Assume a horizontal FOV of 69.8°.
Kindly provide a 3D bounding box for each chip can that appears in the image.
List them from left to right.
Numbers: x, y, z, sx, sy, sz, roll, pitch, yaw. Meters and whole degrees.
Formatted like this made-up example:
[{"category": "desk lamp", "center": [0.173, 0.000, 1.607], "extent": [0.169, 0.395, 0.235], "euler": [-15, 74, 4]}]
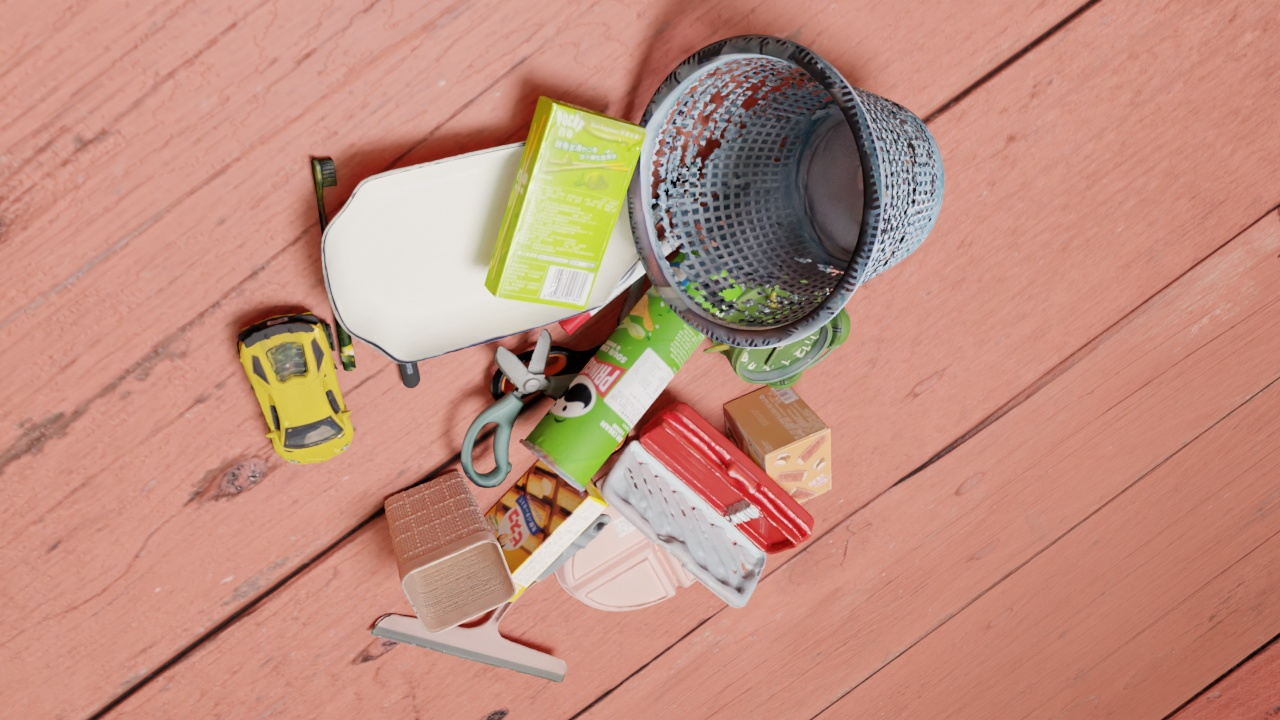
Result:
[{"category": "chip can", "center": [-0.005, 0.005, 0.817], "extent": [0.236, 0.072, 0.072], "euler": [-50, 132, -6]}]

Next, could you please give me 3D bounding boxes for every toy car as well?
[{"category": "toy car", "center": [-0.276, 0.028, 0.747], "extent": [0.071, 0.041, 0.156], "euler": [-15, 130, -18]}]

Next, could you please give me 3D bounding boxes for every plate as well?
[{"category": "plate", "center": [-0.120, -0.095, 0.734], "extent": [0.265, 0.034, 0.162], "euler": [-19, 125, -21]}, {"category": "plate", "center": [0.012, 0.200, 1.035], "extent": [0.229, 0.028, 0.230], "euler": [-14, 128, -19]}]

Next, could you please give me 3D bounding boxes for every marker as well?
[{"category": "marker", "center": [-0.200, -0.027, 0.764], "extent": [0.018, 0.015, 0.124], "euler": [-16, 128, -19]}, {"category": "marker", "center": [-0.013, -0.074, 0.815], "extent": [0.145, 0.017, 0.017], "euler": [-40, 132, -6]}, {"category": "marker", "center": [0.009, -0.126, 0.807], "extent": [0.124, 0.015, 0.018], "euler": [-48, 130, 6]}]

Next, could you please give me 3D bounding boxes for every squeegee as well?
[{"category": "squeegee", "center": [-0.112, 0.234, 0.977], "extent": [0.247, 0.040, 0.250], "euler": [28, 116, -32]}]

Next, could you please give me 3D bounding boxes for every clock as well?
[{"category": "clock", "center": [0.140, -0.025, 0.904], "extent": [0.161, 0.056, 0.116], "euler": [17, 130, -45]}]

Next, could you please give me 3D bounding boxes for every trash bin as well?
[{"category": "trash bin", "center": [0.135, -0.136, 0.740], "extent": [0.194, 0.226, 0.227], "euler": [-15, 132, -46]}]

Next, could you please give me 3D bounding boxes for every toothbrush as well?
[{"category": "toothbrush", "center": [-0.236, -0.070, 0.717], "extent": [0.017, 0.012, 0.186], "euler": [-19, 130, -30]}]

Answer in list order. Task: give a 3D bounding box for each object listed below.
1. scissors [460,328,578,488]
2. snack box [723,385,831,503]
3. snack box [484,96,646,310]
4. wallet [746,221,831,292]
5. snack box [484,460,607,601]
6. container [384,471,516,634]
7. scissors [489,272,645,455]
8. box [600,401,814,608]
[{"category": "scissors", "center": [-0.105, 0.056, 0.838], "extent": [0.181, 0.019, 0.170], "euler": [-42, 136, 1]}, {"category": "snack box", "center": [0.147, 0.093, 0.986], "extent": [0.077, 0.092, 0.094], "euler": [-22, 130, -13]}, {"category": "snack box", "center": [-0.059, -0.118, 0.715], "extent": [0.085, 0.026, 0.157], "euler": [5, 115, -35]}, {"category": "wallet", "center": [0.144, -0.104, 0.893], "extent": [0.097, 0.019, 0.121], "euler": [-11, 126, -20]}, {"category": "snack box", "center": [-0.103, 0.158, 0.902], "extent": [0.140, 0.087, 0.033], "euler": [-47, 133, 10]}, {"category": "container", "center": [-0.181, 0.173, 0.855], "extent": [0.089, 0.111, 0.090], "euler": [-22, 130, -13]}, {"category": "scissors", "center": [-0.039, 0.004, 0.873], "extent": [0.220, 0.021, 0.234], "euler": [-8, 125, -29]}, {"category": "box", "center": [0.068, 0.149, 0.925], "extent": [0.201, 0.100, 0.103], "euler": [42, 138, -10]}]
